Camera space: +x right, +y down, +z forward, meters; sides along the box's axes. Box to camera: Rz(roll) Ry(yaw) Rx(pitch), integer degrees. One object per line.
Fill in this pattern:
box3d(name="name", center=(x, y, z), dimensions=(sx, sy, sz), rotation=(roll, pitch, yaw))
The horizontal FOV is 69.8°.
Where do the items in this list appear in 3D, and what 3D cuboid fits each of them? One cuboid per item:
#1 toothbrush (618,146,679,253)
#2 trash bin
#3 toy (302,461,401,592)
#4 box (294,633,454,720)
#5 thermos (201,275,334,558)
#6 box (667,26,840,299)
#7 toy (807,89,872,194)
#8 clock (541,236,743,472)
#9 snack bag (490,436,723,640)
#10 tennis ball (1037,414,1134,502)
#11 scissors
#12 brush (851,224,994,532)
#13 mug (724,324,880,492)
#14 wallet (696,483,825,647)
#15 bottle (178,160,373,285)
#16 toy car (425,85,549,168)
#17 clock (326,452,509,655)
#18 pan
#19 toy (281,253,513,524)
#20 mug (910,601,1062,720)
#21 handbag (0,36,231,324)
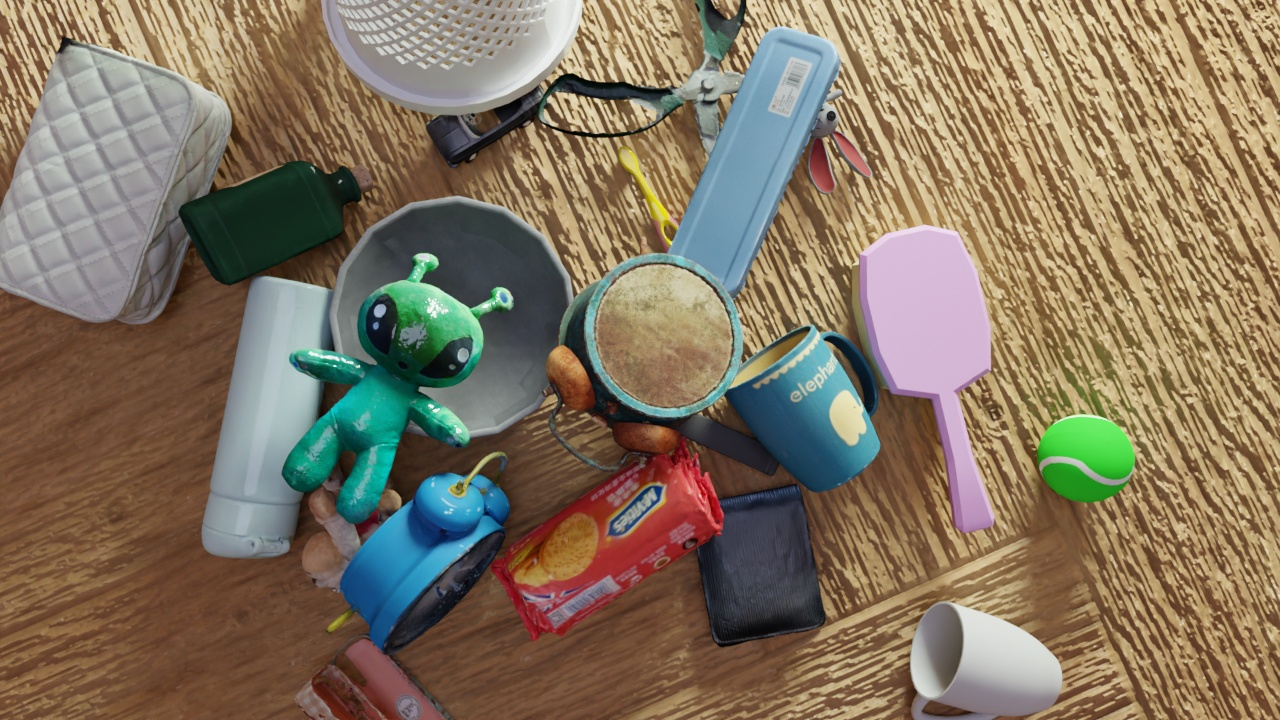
box3d(name="toothbrush", center=(0.019, -0.106, 0.711), dimensions=(0.021, 0.016, 0.135), rotation=(-31, 91, -3))
box3d(name="trash bin", center=(-0.140, -0.299, 0.603), dimensions=(0.195, 0.200, 0.195), rotation=(0, 77, -1))
box3d(name="toy", center=(-0.221, 0.124, 0.682), dimensions=(0.074, 0.085, 0.106), rotation=(6, 112, -32))
box3d(name="box", center=(-0.169, 0.290, 0.683), dimensions=(0.187, 0.085, 0.049), rotation=(47, 121, -1))
box3d(name="thermos", center=(-0.273, 0.044, 0.678), dimensions=(0.078, 0.065, 0.207), rotation=(10, 88, 38))
box3d(name="box", center=(0.083, -0.145, 0.689), dimensions=(0.066, 0.037, 0.209), rotation=(24, 90, 13))
box3d(name="toy", center=(0.138, -0.184, 0.705), dimensions=(0.049, 0.030, 0.111), rotation=(-22, 90, -6))
box3d(name="clock", center=(-0.004, 0.004, 0.641), dimensions=(0.121, 0.073, 0.157), rotation=(37, 70, -9))
box3d(name="snack bag", center=(-0.021, 0.132, 0.668), dimensions=(0.176, 0.082, 0.082), rotation=(-34, 89, 6))
box3d(name="tennis ball", center=(0.331, 0.073, 0.683), dimensions=(0.065, 0.065, 0.065), rotation=(0, 88, -1))
box3d(name="scissors", center=(0.016, -0.239, 0.705), dimensions=(0.202, 0.015, 0.201), rotation=(-6, 87, -10))
box3d(name="brush", center=(0.222, 0.015, 0.694), dimensions=(0.089, 0.043, 0.228), rotation=(-13, 89, -1))
box3d(name="mug", center=(0.132, 0.031, 0.681), dimensions=(0.112, 0.085, 0.104), rotation=(-39, 96, -30))
box3d(name="wallet", center=(0.089, 0.158, 0.698), dimensions=(0.089, 0.026, 0.115), rotation=(-12, 88, 1))
box3d(name="bottle", center=(-0.259, -0.110, 0.673), dimensions=(0.131, 0.061, 0.061), rotation=(-32, 117, -26))
box3d(name="toy car", center=(-0.117, -0.187, 0.699), dimensions=(0.092, 0.037, 0.040), rotation=(-32, 89, -1))
box3d(name="clock", center=(-0.145, 0.133, 0.655), dimensions=(0.060, 0.117, 0.161), rotation=(39, 87, 12))
box3d(name="pan", center=(-0.056, 0.006, 0.695), dimensions=(0.357, 0.041, 0.178), rotation=(24, 89, -5))
box3d(name="toy", center=(-0.170, 0.014, 0.633), dimensions=(0.130, 0.072, 0.193), rotation=(31, 80, -7))
box3d(name="mug", center=(0.251, 0.240, 0.684), dimensions=(0.089, 0.071, 0.107), rotation=(18, 116, -9))
box3d(name="handbag", center=(-0.393, -0.128, 0.680), dimensions=(0.139, 0.072, 0.195), rotation=(20, 89, 8))
